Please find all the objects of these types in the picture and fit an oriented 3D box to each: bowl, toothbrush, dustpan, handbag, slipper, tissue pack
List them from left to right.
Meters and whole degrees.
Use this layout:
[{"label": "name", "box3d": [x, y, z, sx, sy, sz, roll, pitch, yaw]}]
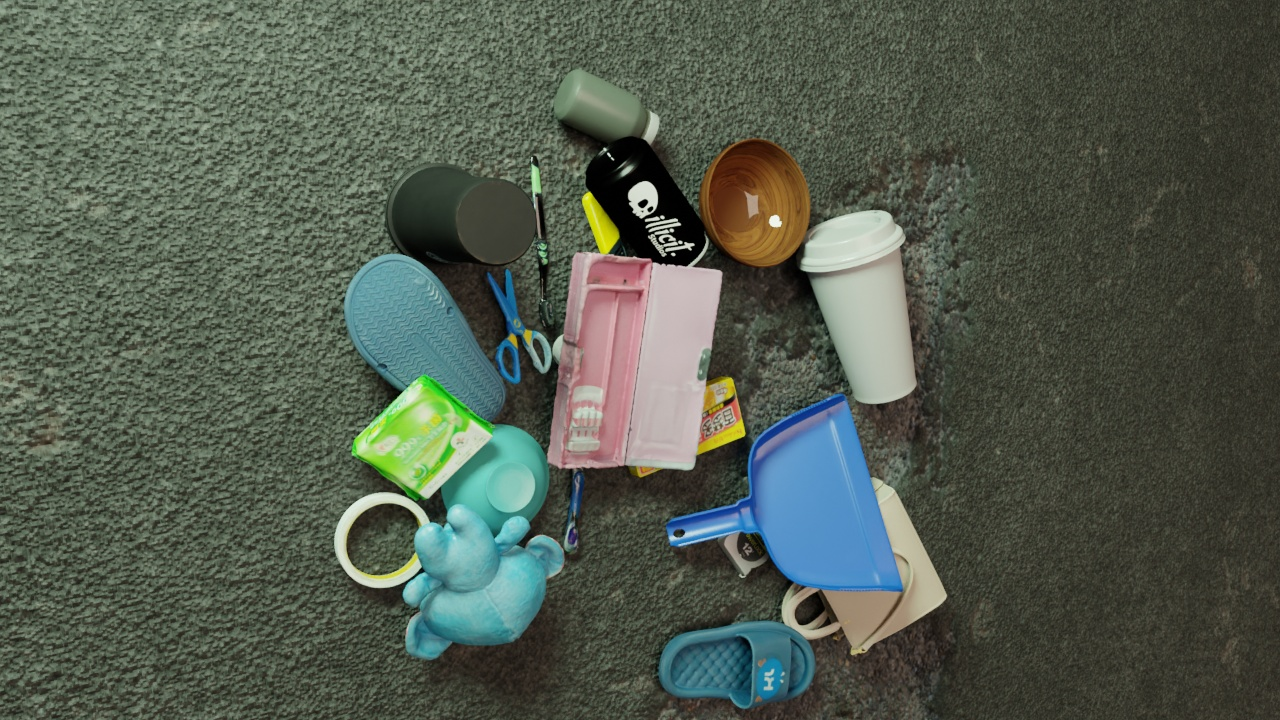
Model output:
[{"label": "slipper", "box3d": [-0.216, -0.011, 0.919, 0.103, 0.059, 0.214, -39, 123, -11]}, {"label": "tissue pack", "box3d": [-0.214, 0.078, 0.911, 0.114, 0.034, 0.099, -44, 123, 5]}, {"label": "bowl", "box3d": [-0.144, 0.130, 0.966, 0.121, 0.046, 0.121, -1, 92, -28]}, {"label": "toothbrush", "box3d": [-0.107, -0.128, 0.995, 0.014, 0.017, 0.188, -6, 93, -33]}, {"label": "slipper", "box3d": [0.123, 0.368, 1.105, 0.213, 0.059, 0.104, 9, 92, -23]}, {"label": "bowl", "box3d": [0.121, -0.181, 1.080, 0.147, 0.069, 0.147, -1, 91, -29]}, {"label": "dustpan", "box3d": [0.159, 0.181, 1.096, 0.257, 0.059, 0.245, -14, 74, 0]}, {"label": "handbag", "box3d": [0.263, 0.276, 1.168, 0.197, 0.101, 0.194, -33, 106, -10]}]

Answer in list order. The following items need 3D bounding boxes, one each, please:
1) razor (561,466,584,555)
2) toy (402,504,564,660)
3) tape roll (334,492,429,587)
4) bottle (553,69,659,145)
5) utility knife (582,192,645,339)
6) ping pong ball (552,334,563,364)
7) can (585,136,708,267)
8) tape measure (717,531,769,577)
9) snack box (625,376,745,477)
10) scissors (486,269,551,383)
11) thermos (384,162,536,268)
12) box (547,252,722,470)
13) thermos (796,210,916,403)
[{"label": "razor", "box3d": [-0.071, 0.148, 1.021, 0.043, 0.018, 0.141, 4, 90, -28]}, {"label": "toy", "box3d": [-0.173, 0.210, 0.922, 0.183, 0.115, 0.181, -31, 126, -13]}, {"label": "tape roll", "box3d": [-0.258, 0.181, 0.924, 0.094, 0.019, 0.094, -1, 92, -27]}, {"label": "bottle", "box3d": [-0.036, -0.270, 1.001, 0.108, 0.060, 0.060, 19, 83, -27]}, {"label": "utility knife", "box3d": [-0.024, -0.101, 1.036, 0.028, 0.020, 0.186, -23, 101, -25]}, {"label": "ping pong ball", "box3d": [-0.076, -0.010, 1.000, 0.040, 0.040, 0.040, -1, 92, -28]}, {"label": "can", "box3d": [0.008, -0.167, 1.004, 0.080, 0.080, 0.146, -51, 125, -17]}, {"label": "tape measure", "box3d": [0.133, 0.226, 1.131, 0.064, 0.017, 0.064, -41, 109, -20]}, {"label": "snack box", "box3d": [0.049, 0.076, 1.077, 0.152, 0.025, 0.075, -18, 100, -26]}, {"label": "scissors", "box3d": [-0.127, -0.040, 0.980, 0.096, 0.020, 0.132, 4, 76, -54]}, {"label": "thermos", "box3d": [-0.166, -0.132, 0.854, 0.105, 0.219, 0.106, -5, 102, -25]}, {"label": "box", "box3d": [-0.008, 0.005, 0.999, 0.180, 0.051, 0.233, 5, 99, -28]}, {"label": "thermos", "box3d": [0.280, -0.062, 1.145, 0.131, 0.132, 0.222, -29, 112, -24]}]
